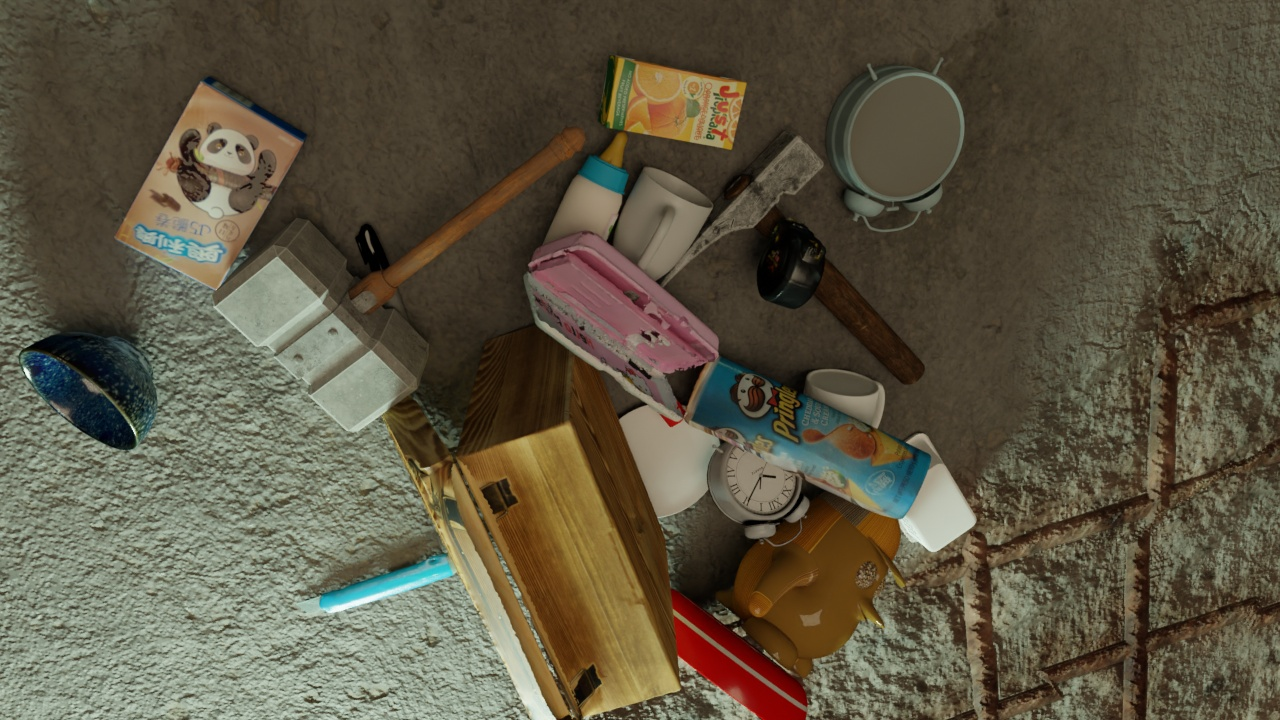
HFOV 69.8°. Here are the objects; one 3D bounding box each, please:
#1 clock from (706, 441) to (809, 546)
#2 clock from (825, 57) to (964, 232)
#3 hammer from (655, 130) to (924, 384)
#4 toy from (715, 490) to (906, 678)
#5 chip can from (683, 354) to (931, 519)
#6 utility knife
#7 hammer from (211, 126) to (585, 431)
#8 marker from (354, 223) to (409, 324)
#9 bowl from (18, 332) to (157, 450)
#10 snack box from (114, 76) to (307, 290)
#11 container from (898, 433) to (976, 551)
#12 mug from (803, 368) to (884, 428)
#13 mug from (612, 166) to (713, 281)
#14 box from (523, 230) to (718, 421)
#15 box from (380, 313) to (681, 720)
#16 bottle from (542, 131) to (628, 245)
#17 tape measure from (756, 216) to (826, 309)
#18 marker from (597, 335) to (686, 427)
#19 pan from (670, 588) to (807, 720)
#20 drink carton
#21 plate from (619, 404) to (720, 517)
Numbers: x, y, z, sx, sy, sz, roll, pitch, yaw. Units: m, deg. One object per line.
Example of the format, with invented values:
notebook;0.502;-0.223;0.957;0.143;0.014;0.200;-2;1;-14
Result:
clock;0.123;0.130;0.938;0.094;0.035;0.122;-25;83;-24
clock;0.240;-0.199;0.864;0.122;0.045;0.159;-7;112;-10
hammer;0.161;-0.046;0.914;0.218;0.037;0.300;-45;115;7
toy;0.199;0.227;0.978;0.203;0.162;0.198;-49;146;-4
chip can;0.157;0.074;0.884;0.229;0.079;0.080;26;106;11
utility knife;-0.265;0.229;0.938;0.173;0.015;0.031;-16;112;-6
hammer;-0.173;-0.092;0.754;0.318;0.082;0.163;-34;114;14
marker;-0.228;-0.057;0.829;0.022;0.016;0.139;-3;117;19
bowl;-0.451;0.015;0.772;0.114;0.060;0.115;17;139;16
snack box;-0.351;-0.143;0.752;0.087;0.034;0.151;30;103;-23
container;0.320;0.154;1.027;0.081;0.049;0.129;-36;115;3
mug;0.216;0.061;0.959;0.110;0.074;0.091;-12;117;-37
mug;0.012;-0.111;0.813;0.071;0.107;0.090;27;112;-7
box;-0.019;-0.018;0.805;0.088;0.095;0.202;-11;146;38
box;-0.106;0.152;0.810;0.215;0.257;0.279;-17;113;3
bottle;-0.045;-0.135;0.819;0.051;0.051;0.146;21;106;-20
tape measure;0.137;-0.085;0.833;0.042;0.071;0.072;17;114;-24
marker;-0.005;0.005;0.896;0.145;0.021;0.023;52;58;-19
pan;0.113;0.347;1.008;0.067;0.209;0.356;-54;140;-9
drink carton;0.030;-0.226;0.805;0.122;0.041;0.058;6;110;-16
plate;0.018;0.103;0.955;0.134;0.011;0.135;-5;113;-11
